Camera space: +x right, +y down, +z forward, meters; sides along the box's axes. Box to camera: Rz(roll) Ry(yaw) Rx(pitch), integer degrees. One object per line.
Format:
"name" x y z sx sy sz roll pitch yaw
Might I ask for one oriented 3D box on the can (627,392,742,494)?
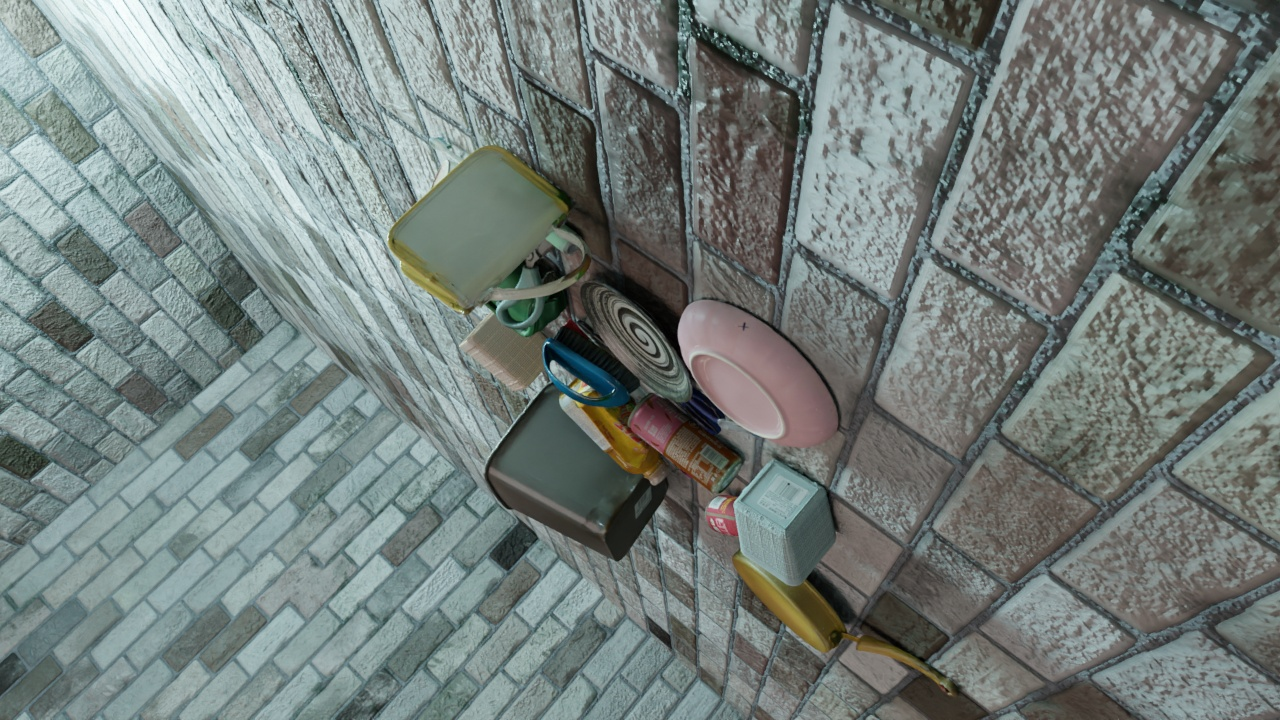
"can" 0.056 0.104 1.155 0.147 0.057 0.058 37 160 20

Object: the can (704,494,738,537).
"can" 0.138 0.209 1.218 0.053 0.053 0.133 48 161 -12

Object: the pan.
"pan" 0.278 0.369 1.294 0.357 0.078 0.198 38 164 36

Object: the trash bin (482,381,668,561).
"trash bin" -0.090 0.181 1.437 0.220 0.198 0.199 27 158 22

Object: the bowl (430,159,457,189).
"bowl" -0.216 -0.171 1.073 0.062 0.113 0.114 16 172 -23

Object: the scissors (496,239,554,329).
"scissors" -0.132 -0.098 1.064 0.180 0.019 0.143 -28 98 42

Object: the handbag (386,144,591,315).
"handbag" -0.141 -0.114 0.928 0.179 0.163 0.063 37 162 18

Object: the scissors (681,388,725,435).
"scissors" 0.037 0.024 1.095 0.172 0.012 0.133 50 162 -14

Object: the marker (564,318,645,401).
"marker" -0.046 0.002 1.206 0.145 0.017 0.017 45 161 -5

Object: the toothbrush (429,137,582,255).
"toothbrush" -0.153 -0.186 1.010 0.224 0.027 0.027 37 126 17

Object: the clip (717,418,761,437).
"clip" 0.112 0.071 1.032 0.057 0.032 0.025 17 151 45

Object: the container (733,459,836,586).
"container" 0.165 0.185 1.062 0.090 0.089 0.111 30 155 34

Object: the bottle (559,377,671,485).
"bottle" -0.033 0.101 1.312 0.189 0.068 0.068 46 161 -9

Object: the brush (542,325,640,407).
"brush" -0.071 0.016 1.156 0.144 0.073 0.055 32 158 28

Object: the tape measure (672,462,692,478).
"tape measure" 0.065 0.125 1.211 0.058 0.039 0.057 37 161 33

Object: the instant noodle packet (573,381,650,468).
"instant noodle packet" -0.031 0.072 1.226 0.128 0.044 0.110 50 -158 -14

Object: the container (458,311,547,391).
"container" -0.192 -0.019 1.352 0.111 0.089 0.090 45 161 -11

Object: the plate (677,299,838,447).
"plate" 0.106 0.023 0.909 0.192 0.039 0.193 38 161 16

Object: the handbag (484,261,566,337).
"handbag" -0.155 -0.101 1.146 0.131 0.067 0.120 42 153 9

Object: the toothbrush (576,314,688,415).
"toothbrush" -0.007 0.007 1.144 0.181 0.018 0.016 42 165 -3

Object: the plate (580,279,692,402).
"plate" 0.000 -0.025 1.035 0.179 0.024 0.180 42 161 17
